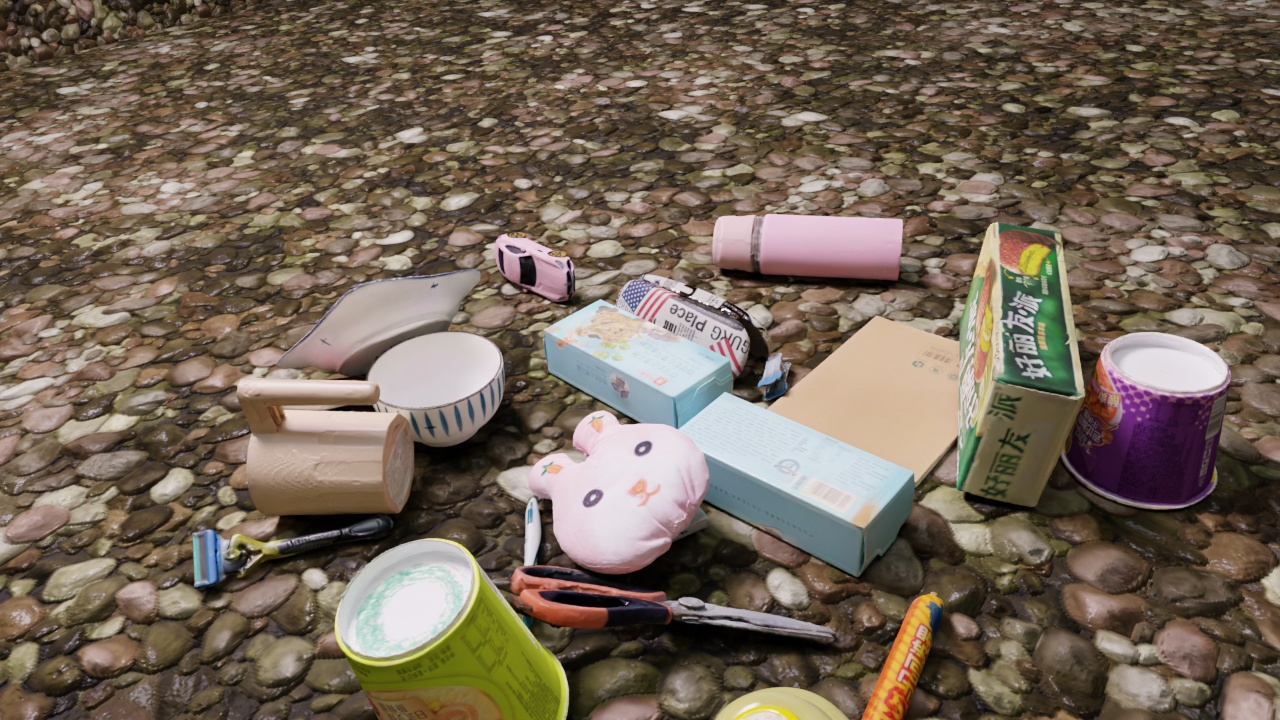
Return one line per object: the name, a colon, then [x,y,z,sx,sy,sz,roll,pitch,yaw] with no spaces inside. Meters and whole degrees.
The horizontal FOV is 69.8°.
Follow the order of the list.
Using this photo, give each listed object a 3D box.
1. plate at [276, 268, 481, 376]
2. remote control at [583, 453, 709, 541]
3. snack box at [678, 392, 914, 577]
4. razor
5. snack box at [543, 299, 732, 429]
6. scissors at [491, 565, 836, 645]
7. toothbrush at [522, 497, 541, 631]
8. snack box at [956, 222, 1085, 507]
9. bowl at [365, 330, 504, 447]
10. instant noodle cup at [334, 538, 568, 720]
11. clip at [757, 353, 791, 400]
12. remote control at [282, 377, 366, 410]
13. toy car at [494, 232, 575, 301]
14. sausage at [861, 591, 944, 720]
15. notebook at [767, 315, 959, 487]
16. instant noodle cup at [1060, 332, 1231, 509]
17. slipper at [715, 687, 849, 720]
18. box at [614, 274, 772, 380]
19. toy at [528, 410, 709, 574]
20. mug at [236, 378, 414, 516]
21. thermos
plate: [-0.232,-0.026,0.839,0.165,0.034,0.163,-33,-9,34]
remote control: [0.001,0.099,0.716,0.049,0.024,0.125,-21,38,-20]
snack box: [0.110,0.088,0.692,0.175,0.052,0.074,23,41,34]
razor: [-0.259,0.137,0.690,0.142,0.022,0.042,-10,67,-15]
snack box: [-0.005,0.005,0.831,0.074,0.052,0.175,-31,41,-35]
scissors: [0.017,0.163,0.587,0.209,0.015,0.185,11,4,39]
toothbrush: [-0.074,0.161,0.638,0.018,0.016,0.191,3,33,-7]
snack box: [0.302,-0.006,0.742,0.063,0.115,0.239,11,39,11]
bowl: [-0.173,0.032,0.798,0.116,0.066,0.116,-3,35,2]
instant noodle cup: [-0.111,0.168,0.518,0.112,0.123,0.111,-11,38,9]
clip: [0.123,0.013,0.832,0.026,0.038,0.058,-29,20,27]
remote control: [-0.268,0.027,0.802,0.056,0.020,0.136,1,3,9]
toy car: [-0.119,-0.102,1.003,0.122,0.056,0.037,26,41,38]
sausage: [0.154,0.196,0.553,0.021,0.021,0.164,15,38,26]
notebook: [0.223,0.027,0.811,0.148,0.008,0.207,23,43,35]
instant noodle cup: [0.384,0.040,0.692,0.111,0.099,0.111,-4,32,2]
slipper: [0.080,0.234,0.442,0.092,0.082,0.190,-19,38,4]
box: [0.040,-0.030,0.878,0.163,0.076,0.087,29,66,36]
toy: [-0.022,0.090,0.675,0.121,0.054,0.159,-45,37,-16]
mug: [-0.240,0.064,0.707,0.103,0.125,0.084,0,37,4]
thermos: [0.181,-0.124,1.000,0.199,0.067,0.087,3,3,14]
